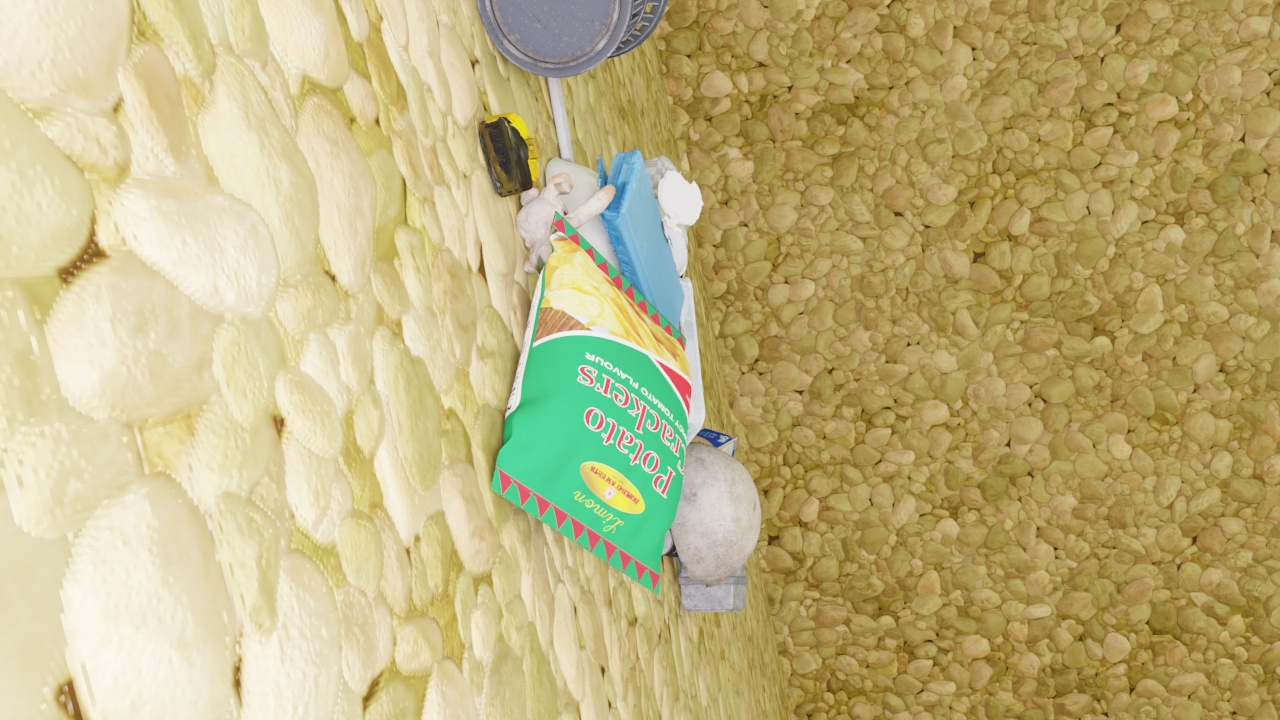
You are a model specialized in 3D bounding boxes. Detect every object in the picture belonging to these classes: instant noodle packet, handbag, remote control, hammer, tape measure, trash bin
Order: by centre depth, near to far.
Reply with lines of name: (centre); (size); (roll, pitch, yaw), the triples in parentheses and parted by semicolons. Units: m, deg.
instant noodle packet: (-0.027, 0.032, 0.735); (0.195, 0.090, 0.252); (42, 43, -39)
tape measure: (-0.107, -0.173, 0.764); (0.064, 0.037, 0.065); (-69, 147, -72)
trash bin: (-0.063, -0.365, 0.899); (0.227, 0.164, 0.164); (-74, 152, -63)
remote control: (-0.095, -0.293, 1.063); (0.033, 0.012, 0.131); (16, 63, -83)
hammer: (0.061, 0.238, 1.196); (0.326, 0.080, 0.176); (32, 55, -65)
handbag: (0.005, -0.196, 1.244); (0.171, 0.123, 0.112); (-81, 150, -53)

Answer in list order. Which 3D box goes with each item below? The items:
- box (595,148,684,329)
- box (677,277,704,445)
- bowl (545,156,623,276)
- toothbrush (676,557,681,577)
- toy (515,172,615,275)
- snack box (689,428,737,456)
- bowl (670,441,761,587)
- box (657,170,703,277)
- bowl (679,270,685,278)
box: (-0.004, -0.109, 0.977); (0.232, 0.052, 0.093); (68, 31, -52)
box: (0.031, 0.026, 1.131); (0.189, 0.037, 0.208); (116, -25, -54)
bowl: (-0.050, -0.135, 1.012); (0.219, 0.060, 0.188); (-76, 154, -68)
toothbrush: (0.051, 0.259, 1.316); (0.014, 0.016, 0.167); (-62, 140, -71)
toy: (-0.070, -0.112, 0.807); (0.074, 0.085, 0.105); (40, 44, -41)
snack box: (0.073, 0.141, 1.268); (0.206, 0.057, 0.056); (-13, 116, -66)
bowl: (0.105, 0.184, 1.135); (0.178, 0.081, 0.178); (40, 44, -54)
box: (0.008, -0.155, 1.130); (0.080, 0.106, 0.150); (38, 58, -32)
bowl: (0.011, -0.100, 1.286); (0.120, 0.066, 0.120); (-164, -89, -79)
